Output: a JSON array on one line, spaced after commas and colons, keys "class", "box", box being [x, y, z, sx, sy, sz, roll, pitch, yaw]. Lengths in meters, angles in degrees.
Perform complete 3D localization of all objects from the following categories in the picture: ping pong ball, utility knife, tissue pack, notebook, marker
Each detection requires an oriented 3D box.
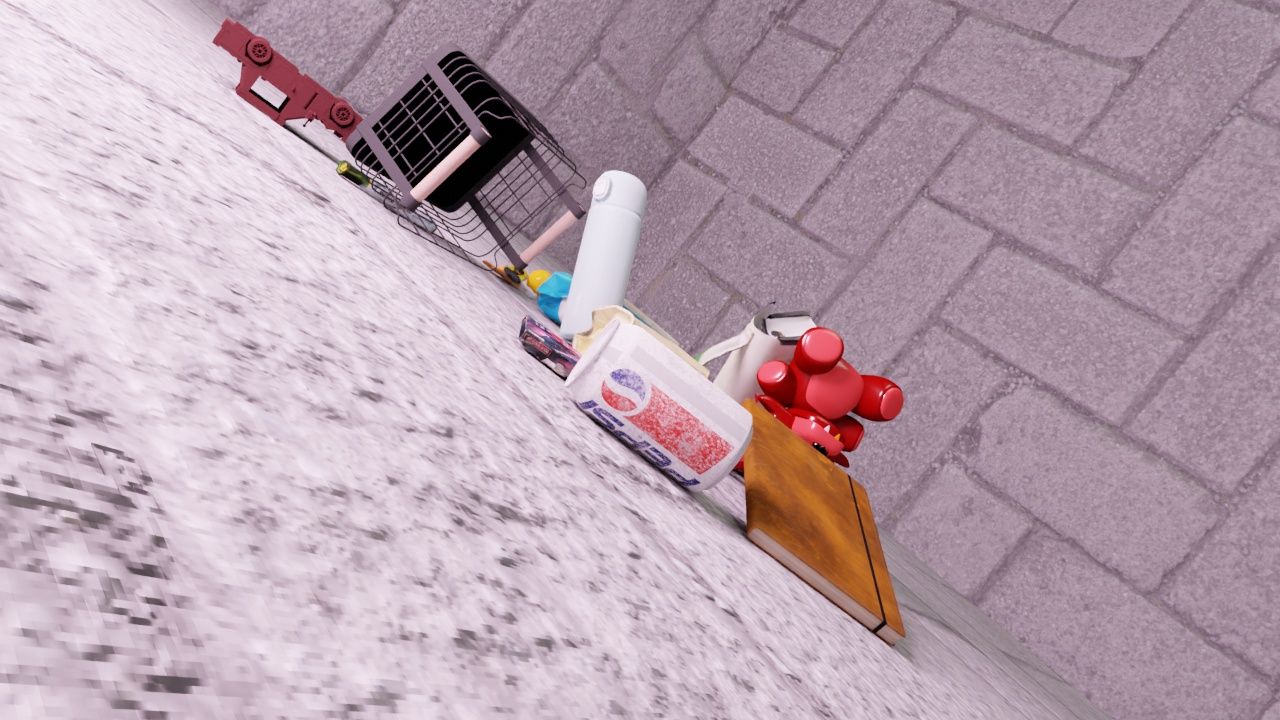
[{"class": "ping pong ball", "box": [-0.145, -0.111, 1.327, 0.040, 0.040, 0.040, 38, 3, -3]}, {"class": "utility knife", "box": [-0.166, -0.119, 1.238, 0.030, 0.017, 0.175, 50, 1, -8]}, {"class": "tissue pack", "box": [-0.037, -0.044, 1.222, 0.117, 0.066, 0.209, 21, -10, 39]}, {"class": "notebook", "box": [0.164, 0.136, 0.841, 0.178, 0.014, 0.248, 38, 21, -11]}, {"class": "marker", "box": [-0.277, -0.179, 1.013, 0.017, 0.017, 0.146, 41, 4, 35]}]

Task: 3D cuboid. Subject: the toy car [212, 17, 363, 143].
[{"class": "toy car", "box": [-0.384, -0.291, 0.993, 0.169, 0.062, 0.070, 37, 4, -31]}]

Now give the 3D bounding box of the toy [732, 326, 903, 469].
[{"class": "toy", "box": [0.192, 0.074, 1.062, 0.158, 0.197, 0.120, 37, -6, -20]}]

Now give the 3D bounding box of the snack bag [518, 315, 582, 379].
[{"class": "snack bag", "box": [-0.080, -0.010, 0.846, 0.074, 0.018, 0.155, 37, 2, -10]}]

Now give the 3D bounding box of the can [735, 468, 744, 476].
[{"class": "can", "box": [0.152, 0.123, 1.145, 0.114, 0.063, 0.063, 37, 4, -17]}]

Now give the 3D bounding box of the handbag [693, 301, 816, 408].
[{"class": "handbag", "box": [0.127, 0.002, 1.138, 0.175, 0.152, 0.074, -2, 46, -29]}]

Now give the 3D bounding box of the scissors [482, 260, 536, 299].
[{"class": "scissors", "box": [-0.175, -0.109, 1.231, 0.073, 0.012, 0.131, 39, 2, 10]}]

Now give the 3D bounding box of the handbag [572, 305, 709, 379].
[{"class": "handbag", "box": [-0.003, 0.005, 0.984, 0.119, 0.081, 0.111, 35, -3, -28]}]

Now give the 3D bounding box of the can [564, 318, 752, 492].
[{"class": "can", "box": [0.015, 0.035, 0.711, 0.136, 0.078, 0.078, 38, 3, -9]}]

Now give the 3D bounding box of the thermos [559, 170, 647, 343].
[{"class": "thermos", "box": [-0.042, -0.120, 1.084, 0.065, 0.206, 0.078, 5, -12, 40]}]

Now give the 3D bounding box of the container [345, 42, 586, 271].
[{"class": "container", "box": [-0.180, -0.208, 1.009, 0.130, 0.163, 0.241, 53, 10, 21]}]
